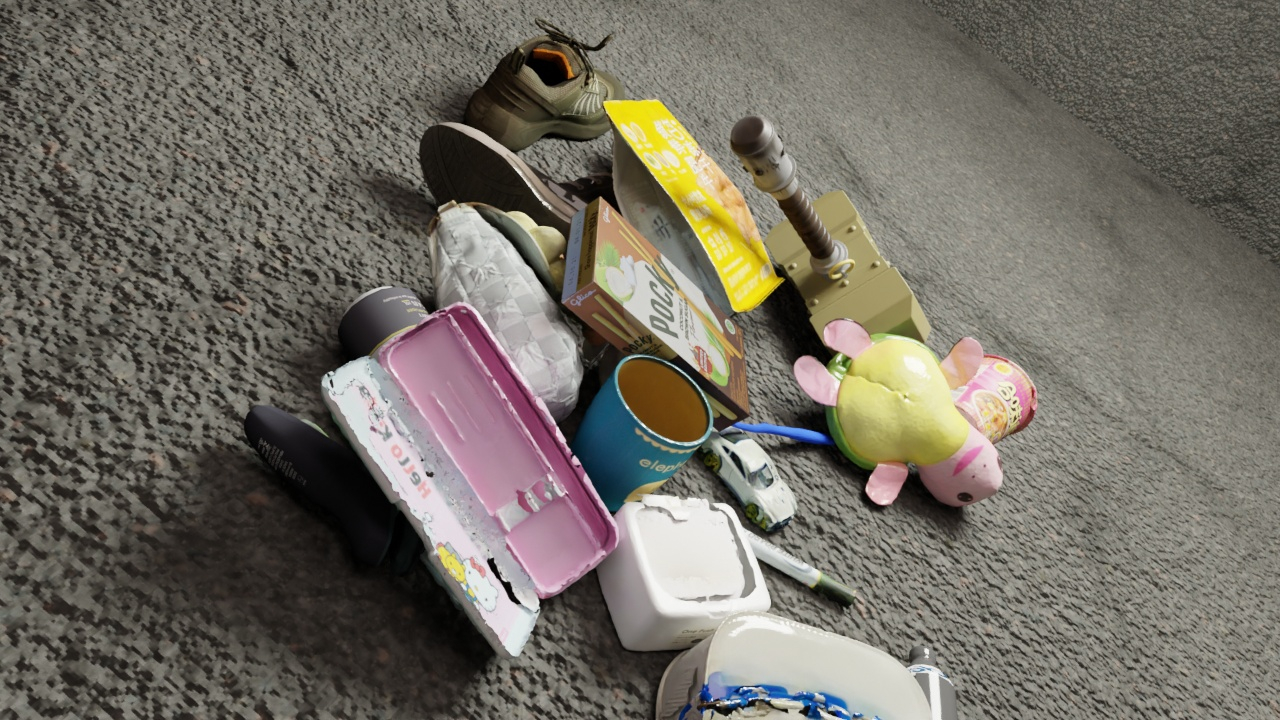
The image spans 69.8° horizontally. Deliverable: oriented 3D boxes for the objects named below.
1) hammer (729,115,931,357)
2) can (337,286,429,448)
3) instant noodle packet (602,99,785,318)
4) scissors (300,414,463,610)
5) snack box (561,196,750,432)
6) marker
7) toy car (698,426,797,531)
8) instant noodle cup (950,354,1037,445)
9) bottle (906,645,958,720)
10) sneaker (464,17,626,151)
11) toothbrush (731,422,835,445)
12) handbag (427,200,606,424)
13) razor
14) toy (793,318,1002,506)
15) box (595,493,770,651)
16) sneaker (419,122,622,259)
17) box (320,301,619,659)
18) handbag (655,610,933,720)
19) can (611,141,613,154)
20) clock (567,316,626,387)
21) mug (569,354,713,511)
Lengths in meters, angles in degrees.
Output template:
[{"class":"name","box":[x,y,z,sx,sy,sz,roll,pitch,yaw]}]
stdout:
[{"class":"hammer","box":[0.166,-0.131,0.899,0.324,0.101,0.190,40,22,-52]},{"class":"can","box":[-0.161,0.009,0.659,0.064,0.064,0.127,-17,61,-46]},{"class":"instant noodle packet","box":[0.040,-0.145,0.874,0.221,0.084,0.162,63,27,-5]},{"class":"scissors","box":[-0.168,0.099,0.604,0.175,0.033,0.078,47,43,17]},{"class":"snack box","box":[0.017,-0.034,0.729,0.186,0.032,0.100,40,34,-32]},{"class":"marker","box":[0.110,0.160,0.744,0.146,0.017,0.017,30,38,-7]},{"class":"toy car","box":[0.095,0.096,0.788,0.047,0.033,0.105,-16,62,-48]},{"class":"instant noodle cup","box":[0.355,0.057,0.985,0.108,0.098,0.097,-26,68,-40]},{"class":"bottle","box":[0.212,0.264,0.685,0.047,0.047,0.112,29,37,-8]},{"class":"sneaker","box":[-0.084,-0.321,1.005,0.101,0.143,0.237,44,38,12]},{"class":"toothbrush","box":[0.127,0.061,0.834,0.182,0.018,0.016,14,0,-44]},{"class":"handbag","box":[-0.090,-0.033,0.711,0.123,0.113,0.171,-24,66,-20]},{"class":"razor","box":[-0.190,0.077,0.571,0.143,0.047,0.052,36,32,4]},{"class":"toy","box":[0.258,0.053,0.893,0.238,0.088,0.189,35,76,-7]},{"class":"box","box":[0.033,0.144,0.655,0.107,0.076,0.102,9,46,-34]},{"class":"sneaker","box":[-0.092,-0.155,0.867,0.234,0.095,0.119,28,36,-6]},{"class":"box","box":[-0.109,0.074,0.586,0.149,0.073,0.201,-39,99,-46]},{"class":"handbag","box":[0.103,0.267,0.571,0.200,0.093,0.199,20,48,-20]},{"class":"can","box":[0.033,-0.200,1.017,0.079,0.079,0.142,-12,57,-44]},{"class":"clock","box":[-0.004,0.004,0.789,0.157,0.061,0.103,38,37,-9]},{"class":"mug","box":[0.003,0.059,0.698,0.112,0.104,0.084,-6,53,-44]}]
